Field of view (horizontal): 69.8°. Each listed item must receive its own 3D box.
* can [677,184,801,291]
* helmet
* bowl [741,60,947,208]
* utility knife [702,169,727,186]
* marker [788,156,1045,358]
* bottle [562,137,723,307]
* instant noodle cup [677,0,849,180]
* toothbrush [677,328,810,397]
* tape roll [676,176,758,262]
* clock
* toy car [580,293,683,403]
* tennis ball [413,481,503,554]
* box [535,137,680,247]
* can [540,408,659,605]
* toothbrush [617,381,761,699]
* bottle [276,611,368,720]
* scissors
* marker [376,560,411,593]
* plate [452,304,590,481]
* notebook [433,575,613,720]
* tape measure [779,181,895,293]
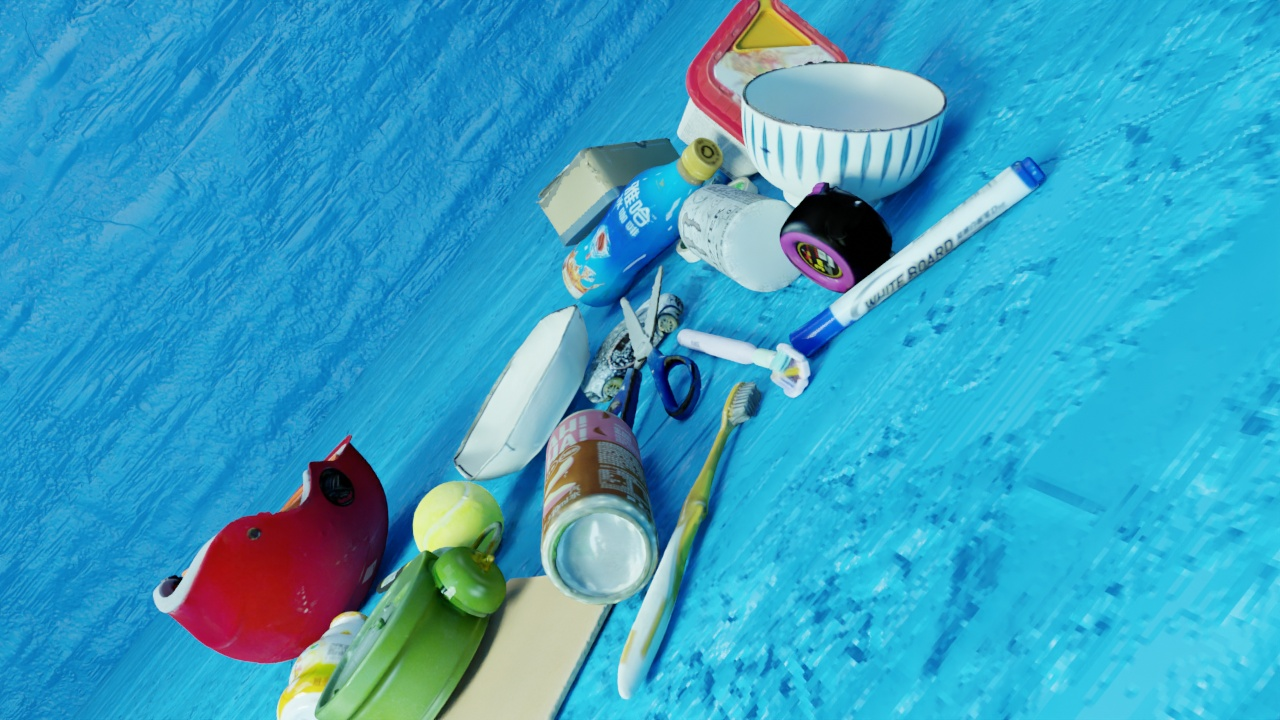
[{"bbox_3d":[0.067,-0.088,0.633,0.058,0.058,0.146,-48,17,5],"label":"can"},{"bbox_3d":[-0.325,0.191,0.884,0.208,0.144,0.239,-36,7,35],"label":"helmet"},{"bbox_3d":[0.117,-0.128,0.545,0.116,0.116,0.066,-74,-14,-54],"label":"bowl"},{"bbox_3d":[0.080,-0.191,0.871,0.034,0.018,0.187,-37,18,39],"label":"utility knife"},{"bbox_3d":[0.134,-0.048,0.457,0.146,0.017,0.016,-40,20,28],"label":"marker"},{"bbox_3d":[0.002,-0.120,0.807,0.219,0.065,0.065,-39,19,51],"label":"bottle"},{"bbox_3d":[0.094,-0.216,0.767,0.116,0.116,0.124,-54,6,-15],"label":"instant noodle cup"},{"bbox_3d":[0.055,-0.005,0.558,0.021,0.029,0.189,-11,9,-13],"label":"toothbrush"},{"bbox_3d":[0.065,-0.120,0.781,0.086,0.014,0.085,-44,18,18],"label":"tape roll"},{"bbox_3d":[-0.137,0.169,0.578,0.161,0.056,0.116,-58,12,-19],"label":"clock"},{"bbox_3d":[-0.008,-0.012,0.707,0.105,0.031,0.049,-50,18,-4],"label":"toy car"},{"bbox_3d":[-0.134,0.122,0.676,0.066,0.065,0.065,-44,18,18],"label":"tennis ball"},{"bbox_3d":[-0.024,-0.167,0.904,0.090,0.061,0.183,-38,-5,37],"label":"box"},{"bbox_3d":[-0.024,0.074,0.504,0.058,0.058,0.147,-47,13,8],"label":"can"},{"bbox_3d":[0.028,0.079,0.453,0.018,0.016,0.190,-20,32,42],"label":"toothbrush"},{"bbox_3d":[-0.222,0.230,0.670,0.063,0.063,0.108,-45,17,13],"label":"bottle"},{"bbox_3d":[0.006,-0.001,0.630,0.161,0.012,0.163,-1,62,58],"label":"scissors"},{"bbox_3d":[-0.206,0.188,0.806,0.124,0.015,0.018,-34,22,48],"label":"marker"},{"bbox_3d":[-0.099,0.033,0.786,0.162,0.034,0.266,-60,13,-10],"label":"plate"},{"bbox_3d":[-0.090,0.204,0.491,0.148,0.008,0.207,-25,29,54],"label":"notebook"},{"bbox_3d":[0.106,-0.066,0.491,0.039,0.057,0.058,-52,40,-12],"label":"tape measure"}]
